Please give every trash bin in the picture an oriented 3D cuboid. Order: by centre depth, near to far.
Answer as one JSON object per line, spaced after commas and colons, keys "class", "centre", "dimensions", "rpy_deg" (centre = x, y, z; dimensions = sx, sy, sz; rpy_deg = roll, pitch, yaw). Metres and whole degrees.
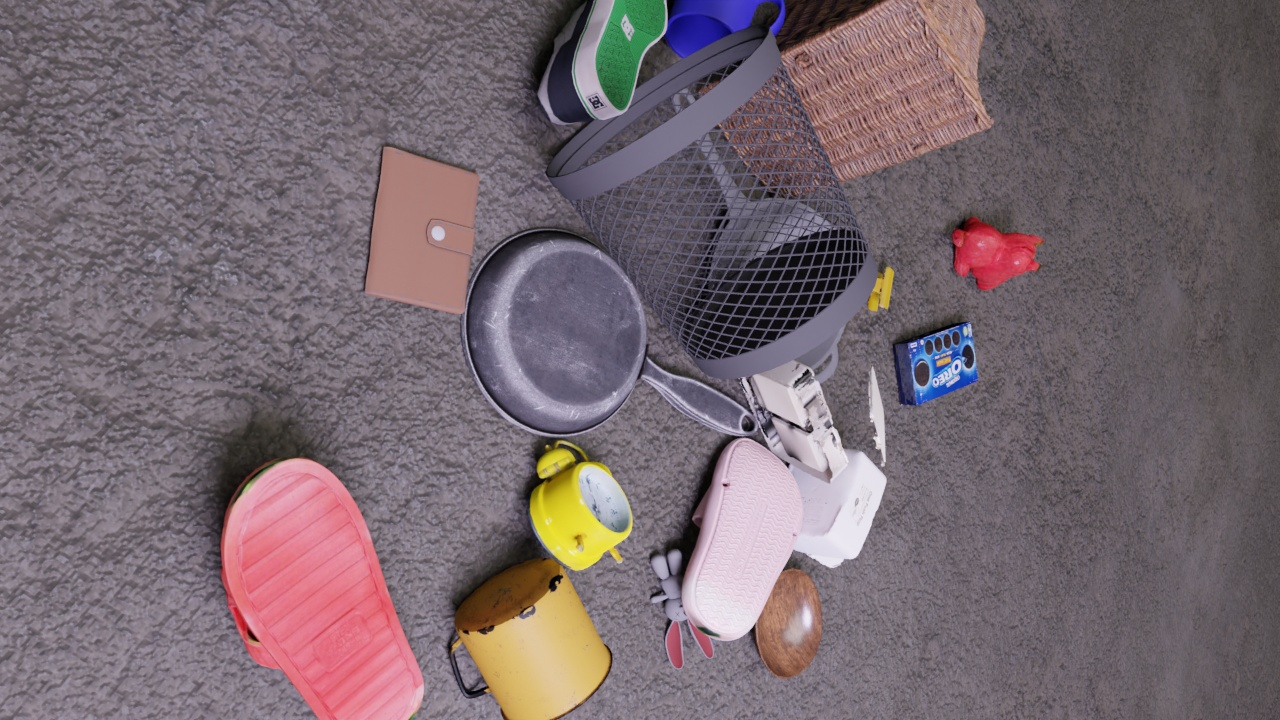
{"class": "trash bin", "centre": [0.071, -0.130, 0.805], "dimensions": [0.217, 0.218, 0.227], "rpy_deg": [-49, 116, -30]}

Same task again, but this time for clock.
{"class": "clock", "centre": [-0.054, 0.121, 0.791], "dimensions": [0.083, 0.057, 0.118], "rpy_deg": [29, 33, -44]}

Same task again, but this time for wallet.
{"class": "wallet", "centre": [-0.174, -0.104, 0.743], "dimensions": [0.087, 0.013, 0.121], "rpy_deg": [11, 81, -38]}

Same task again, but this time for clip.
{"class": "clip", "centre": [0.284, -0.090, 1.105], "dimensions": [0.049, 0.045, 0.054], "rpy_deg": [36, 65, -59]}

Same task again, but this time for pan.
{"class": "pan", "centre": [-0.005, 0.005, 0.860], "dimensions": [0.356, 0.055, 0.187], "rpy_deg": [25, 71, -31]}
{"class": "pan", "centre": [0.115, -0.125, 0.961], "dimensions": [0.216, 0.024, 0.354], "rpy_deg": [-40, 112, -24]}

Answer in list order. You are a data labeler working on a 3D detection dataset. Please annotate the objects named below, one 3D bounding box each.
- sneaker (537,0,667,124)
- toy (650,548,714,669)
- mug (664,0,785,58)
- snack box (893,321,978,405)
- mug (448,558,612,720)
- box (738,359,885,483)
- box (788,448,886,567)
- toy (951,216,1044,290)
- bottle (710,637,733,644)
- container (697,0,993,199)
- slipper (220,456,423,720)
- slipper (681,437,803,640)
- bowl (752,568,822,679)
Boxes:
{"class": "sneaker", "centre": [-0.036, -0.299, 0.836], "dimensions": [0.084, 0.079, 0.234], "rpy_deg": [54, 39, -38]}
{"class": "toy", "centre": [0.037, 0.238, 0.886], "dimensions": [0.049, 0.030, 0.111], "rpy_deg": [-16, 96, -10]}
{"class": "mug", "centre": [0.088, -0.348, 0.911], "dimensions": [0.079, 0.111, 0.083], "rpy_deg": [64, 42, -67]}
{"class": "snack box", "centre": [0.382, 0.004, 1.180], "dimensions": [0.149, 0.027, 0.082], "rpy_deg": [-16, 98, -38]}
{"class": "mug", "centre": [-0.099, 0.228, 0.741], "dimensions": [0.124, 0.100, 0.094], "rpy_deg": [-24, 104, 5]}
{"class": "box", "centre": [0.191, 0.055, 0.903], "dimensions": [0.070, 0.186, 0.143], "rpy_deg": [-40, 127, -18]}
{"class": "box", "centre": [0.215, 0.174, 0.998], "dimensions": [0.136, 0.121, 0.108], "rpy_deg": [43, 63, -27]}
{"class": "toy", "centre": [0.468, -0.154, 1.217], "dimensions": [0.132, 0.094, 0.088], "rpy_deg": [20, 75, -35]}
{"class": "bottle", "centre": [0.104, 0.232, 0.934], "dimensions": [0.040, 0.040, 0.129], "rpy_deg": [51, 59, -25]}
{"class": "container", "centre": [0.221, -0.306, 0.940], "dimensions": [0.162, 0.251, 0.182], "rpy_deg": [46, 52, -28]}
{"class": "slipper", "centre": [-0.231, 0.176, 0.655], "dimensions": [0.103, 0.059, 0.249], "rpy_deg": [-33, 124, -34]}
{"class": "slipper", "centre": [0.099, 0.174, 0.905], "dimensions": [0.107, 0.056, 0.220], "rpy_deg": [33, 50, -8]}
{"class": "bowl", "centre": [0.150, 0.278, 0.978], "dimensions": [0.101, 0.026, 0.114], "rpy_deg": [-15, 98, -38]}
